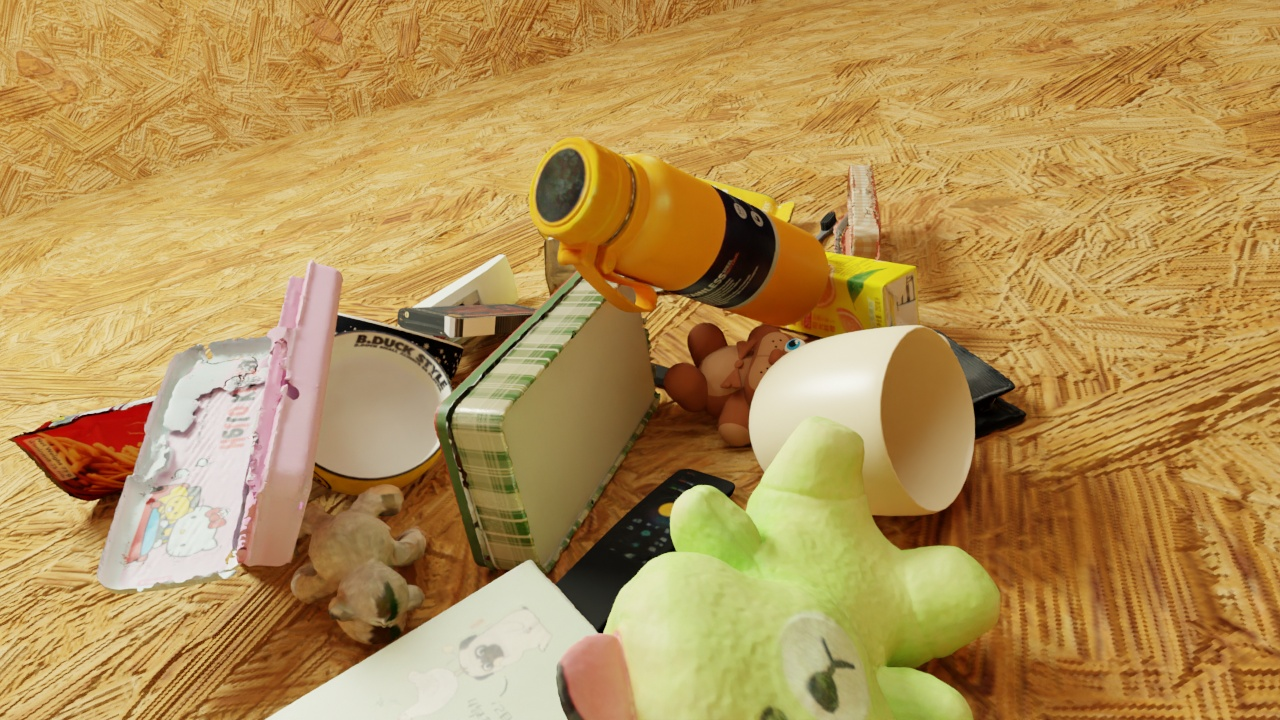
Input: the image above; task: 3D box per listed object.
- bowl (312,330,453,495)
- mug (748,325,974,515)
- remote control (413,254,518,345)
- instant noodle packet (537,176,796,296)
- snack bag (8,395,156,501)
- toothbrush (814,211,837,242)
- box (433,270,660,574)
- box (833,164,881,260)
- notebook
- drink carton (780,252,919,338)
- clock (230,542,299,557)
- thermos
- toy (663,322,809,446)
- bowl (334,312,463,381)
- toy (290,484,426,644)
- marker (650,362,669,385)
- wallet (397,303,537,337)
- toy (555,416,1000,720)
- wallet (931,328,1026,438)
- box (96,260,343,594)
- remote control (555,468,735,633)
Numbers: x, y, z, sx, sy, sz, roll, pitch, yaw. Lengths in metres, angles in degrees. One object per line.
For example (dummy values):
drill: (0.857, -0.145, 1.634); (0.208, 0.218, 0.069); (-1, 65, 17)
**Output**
bowl: (-0.194, 0.045, 0.648); (0.117, 0.068, 0.117); (10, 56, -15)
mug: (0.119, 0.027, 0.509); (0.100, 0.096, 0.119); (-8, 37, 46)
remote control: (-0.163, -0.049, 0.865); (0.024, 0.050, 0.143); (5, 31, 35)
instant noodle packet: (0.032, -0.127, 0.907); (0.222, 0.084, 0.162); (3, 32, 19)
snack bag: (-0.348, 0.046, 0.708); (0.208, 0.066, 0.139); (-17, -17, 2)
toothbrush: (0.153, -0.101, 0.858); (0.013, 0.013, 0.166); (4, 33, 32)
box: (-0.049, 0.028, 0.578); (0.051, 0.118, 0.204); (0, 30, 23)
box: (0.189, -0.113, 0.799); (0.042, 0.083, 0.186); (4, 27, 10)
notebook: (-0.105, 0.193, 0.364); (0.252, 0.010, 0.182); (-27, 38, -26)
drink carton: (0.146, -0.050, 0.703); (0.042, 0.058, 0.135); (-28, 28, -31)
clock: (-0.269, 0.075, 0.620); (0.054, 0.093, 0.141); (-21, 27, -31)
thermos: (0.034, -0.074, 0.605); (0.076, 0.091, 0.232); (-28, -27, 35)
toy: (0.085, 0.010, 0.596); (0.128, 0.065, 0.094); (-3, 50, 36)
bowl: (-0.210, 0.006, 0.738); (0.120, 0.066, 0.120); (14, -4, 1)
toy: (-0.150, 0.119, 0.515); (0.085, 0.074, 0.106); (-12, 27, -27)
marker: (-0.004, 0.004, 0.715); (0.021, 0.017, 0.124); (-33, 33, -34)
wallet: (-0.143, -0.036, 0.807); (0.072, 0.019, 0.122); (13, 12, 36)
toy: (0.053, 0.120, 0.356); (0.150, 0.107, 0.196); (46, 50, 11)
wallet: (0.175, 0.017, 0.591); (0.089, 0.026, 0.115); (-19, 26, -8)
box: (-0.226, 0.039, 0.541); (0.146, 0.077, 0.201); (-34, 38, 17)
remote control: (0.000, 0.105, 0.506); (0.041, 0.020, 0.151); (14, 35, 34)
